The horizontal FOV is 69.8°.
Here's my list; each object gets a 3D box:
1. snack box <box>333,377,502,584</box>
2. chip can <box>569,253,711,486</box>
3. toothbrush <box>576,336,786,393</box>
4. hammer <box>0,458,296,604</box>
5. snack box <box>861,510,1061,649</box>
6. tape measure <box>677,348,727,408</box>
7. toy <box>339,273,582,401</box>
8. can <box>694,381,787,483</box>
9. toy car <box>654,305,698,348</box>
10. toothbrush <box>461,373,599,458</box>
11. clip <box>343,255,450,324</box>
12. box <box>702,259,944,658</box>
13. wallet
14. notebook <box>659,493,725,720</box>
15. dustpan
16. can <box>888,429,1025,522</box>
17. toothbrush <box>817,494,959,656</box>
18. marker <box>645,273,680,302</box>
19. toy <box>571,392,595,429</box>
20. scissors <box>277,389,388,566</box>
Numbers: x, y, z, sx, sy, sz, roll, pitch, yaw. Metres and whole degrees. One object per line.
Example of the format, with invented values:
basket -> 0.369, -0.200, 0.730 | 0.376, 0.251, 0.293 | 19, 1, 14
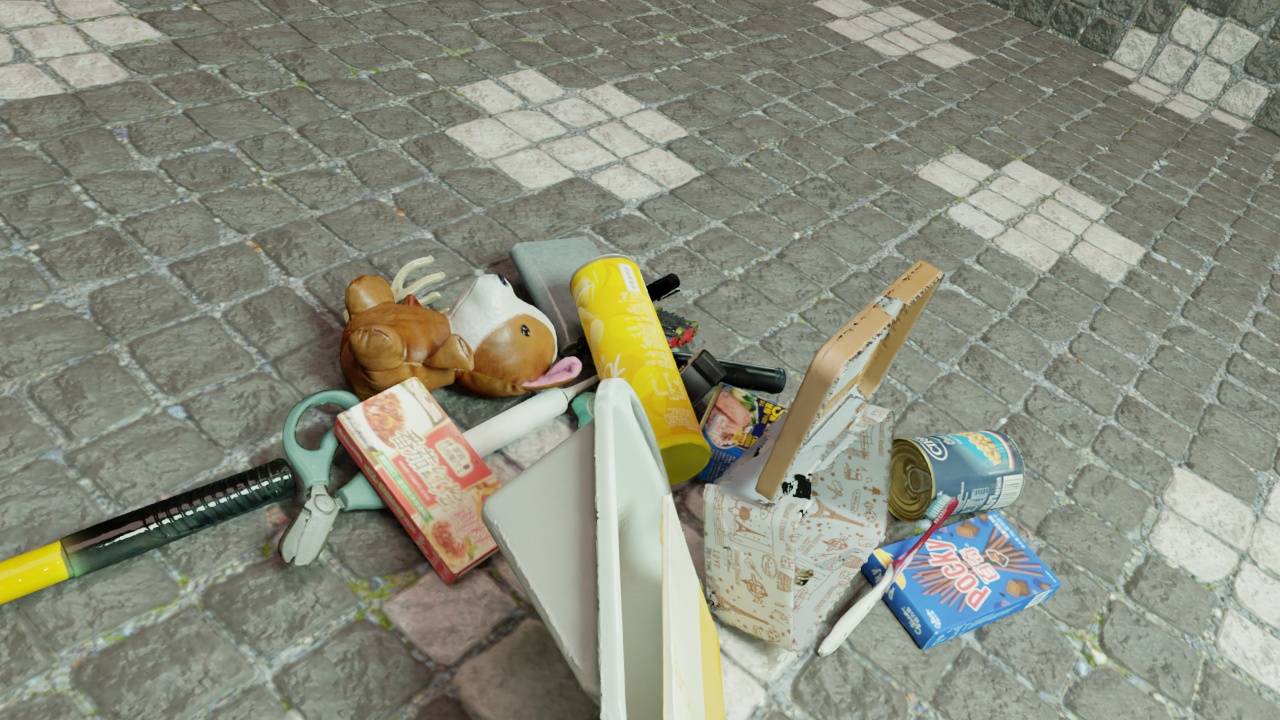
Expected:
snack box -> -0.160, 0.088, 0.702 | 0.075, 0.026, 0.153 | -31, 75, -38
chip can -> -0.005, 0.005, 0.803 | 0.072, 0.072, 0.213 | -3, 53, -23
toothbrush -> 0.041, 0.003, 0.899 | 0.212, 0.026, 0.027 | 10, 52, -13
hammer -> -0.376, 0.131, 0.602 | 0.299, 0.033, 0.129 | -22, 53, -37
snack box -> 0.274, 0.183, 0.782 | 0.156, 0.026, 0.084 | -10, 46, -29
tape measure -> 0.047, 0.021, 0.854 | 0.033, 0.066, 0.066 | 46, 2, -2
toy -> -0.157, -0.021, 0.801 | 0.199, 0.131, 0.140 | 8, 31, -26
can -> 0.093, 0.073, 0.822 | 0.083, 0.057, 0.101 | 21, 39, 8
toy car -> 0.024, -0.030, 0.914 | 0.049, 0.031, 0.106 | 22, 12, 12
toothbrush -> -0.094, 0.045, 0.810 | 0.220, 0.026, 0.027 | -29, 100, -41
clip -> -0.224, -0.052, 0.878 | 0.101, 0.096, 0.035 | -41, 58, 1
box -> 0.134, 0.062, 0.674 | 0.103, 0.261, 0.178 | 17, 35, 32
wallet -> -0.064, -0.067, 0.941 | 0.106, 0.037, 0.129 | -12, 61, -36
notebook -> 0.035, 0.202, 0.568 | 0.010, 0.146, 0.206 | -14, 29, 9
dustpan -> 0.010, 0.140, 0.581 | 0.142, 0.223, 0.258 | -35, 46, -11
can -> 0.285, 0.104, 0.840 | 0.111, 0.075, 0.075 | -3, 43, -24
toothbrush -> 0.200, 0.169, 0.741 | 0.187, 0.016, 0.017 | -39, 49, -25
marker -> -0.007, -0.057, 0.924 | 0.131, 0.020, 0.022 | -31, 104, -41
toy -> -0.020, 0.045, 0.835 | 0.091, 0.030, 0.096 | -2, 50, -28
scissors -> -0.243, 0.077, 0.685 | 0.129, 0.019, 0.184 | 42, 31, 1
